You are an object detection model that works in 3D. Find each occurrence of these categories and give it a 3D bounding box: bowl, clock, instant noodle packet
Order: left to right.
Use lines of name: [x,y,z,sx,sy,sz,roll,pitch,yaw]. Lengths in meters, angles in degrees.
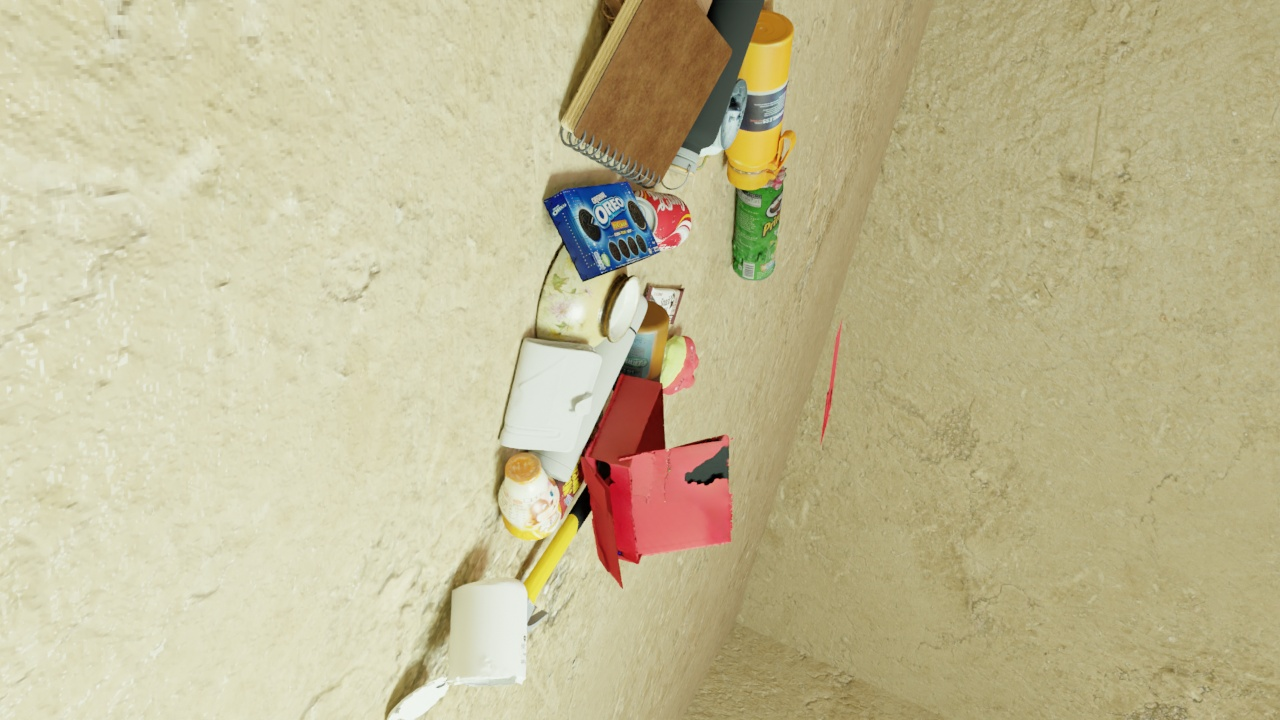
instant noodle packet: [-0.081,0.118,1.074,0.135,0.040,0.099,-60,168,-30]
bowl: [-0.043,-0.061,0.932,0.144,0.063,0.145,-55,158,-36]
clock: [0.085,-0.281,1.080,0.083,0.057,0.118,-31,139,-65]

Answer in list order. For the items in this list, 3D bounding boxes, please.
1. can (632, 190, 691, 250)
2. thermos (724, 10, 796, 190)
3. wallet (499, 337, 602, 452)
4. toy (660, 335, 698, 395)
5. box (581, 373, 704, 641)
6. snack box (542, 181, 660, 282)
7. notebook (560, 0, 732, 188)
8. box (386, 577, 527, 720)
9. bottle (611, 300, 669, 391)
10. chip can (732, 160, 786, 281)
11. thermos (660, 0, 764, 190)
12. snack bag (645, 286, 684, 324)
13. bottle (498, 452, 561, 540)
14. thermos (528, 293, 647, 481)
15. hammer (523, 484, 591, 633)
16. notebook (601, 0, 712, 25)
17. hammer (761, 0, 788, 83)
can: [0.011,-0.150,0.993,0.104,0.064,0.064,-21,130,-68]
thermos: [0.152,-0.322,1.182,0.076,0.091,0.233,-30,147,-21]
wallet: [-0.088,0.037,0.903,0.086,0.032,0.116,3,113,-27]
toy: [0.056,0.009,1.352,0.091,0.045,0.135,-66,157,-3]
box: [0.007,0.266,0.965,0.216,0.141,0.509,86,3,-46]
snack box: [-0.033,-0.126,0.872,0.082,0.027,0.150,65,25,-4]
notebook: [0.010,-0.256,0.868,0.167,0.024,0.225,-60,162,10]
box: [-0.184,0.293,0.924,0.083,0.143,0.137,79,6,-65]
bottle: [-0.007,0.006,1.118,0.067,0.068,0.157,-50,155,-48]
chip can: [0.183,-0.217,1.433,0.075,0.075,0.224,-60,161,-29]
thermos: [0.070,-0.298,1.005,0.231,0.061,0.061,-71,163,5]
snack bag: [0.030,-0.073,1.232,0.157,0.013,0.057,-9,117,-71]
bottle: [-0.116,0.138,0.944,0.063,0.063,0.109,-57,159,-34]
thermos: [-0.056,0.021,1.008,0.224,0.052,0.052,-65,163,-13]
hammer: [-0.082,0.198,1.134,0.322,0.029,0.127,-56,157,-25]
notebook: [0.027,-0.357,0.868,0.169,0.022,0.210,-69,163,-3]
hammer: [0.161,-0.416,1.204,0.132,0.033,0.331,-60,161,-23]
